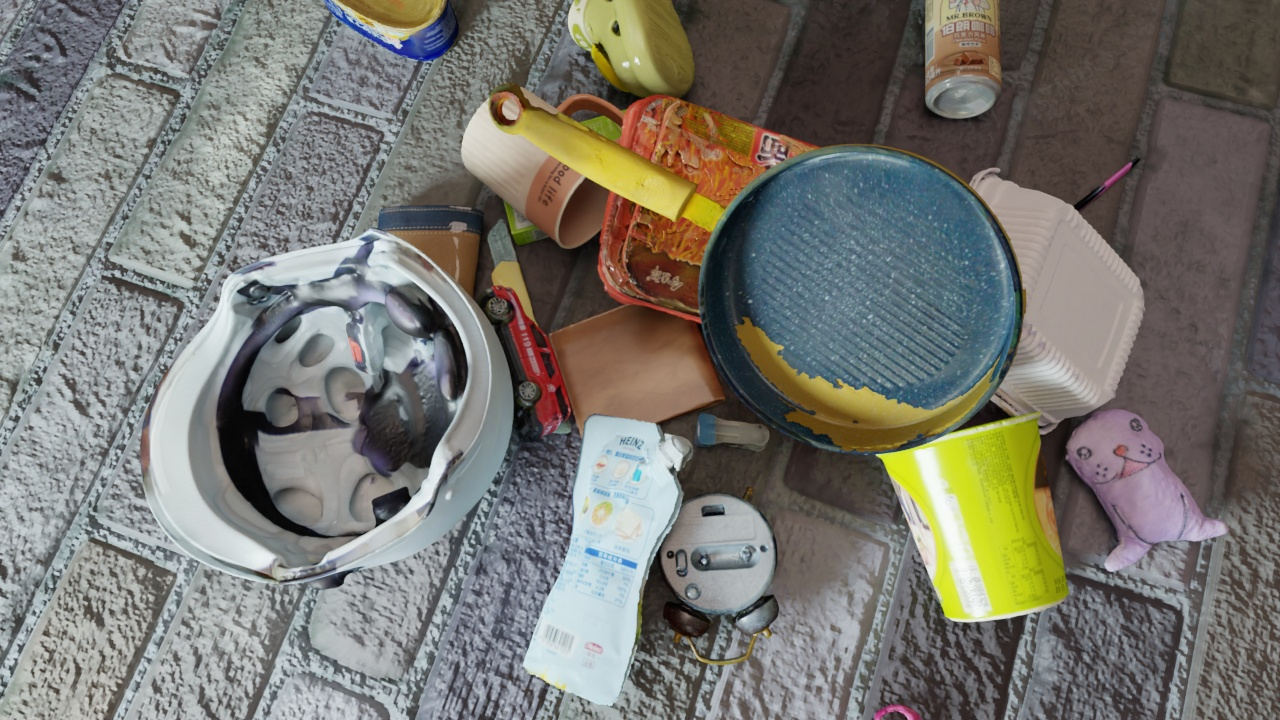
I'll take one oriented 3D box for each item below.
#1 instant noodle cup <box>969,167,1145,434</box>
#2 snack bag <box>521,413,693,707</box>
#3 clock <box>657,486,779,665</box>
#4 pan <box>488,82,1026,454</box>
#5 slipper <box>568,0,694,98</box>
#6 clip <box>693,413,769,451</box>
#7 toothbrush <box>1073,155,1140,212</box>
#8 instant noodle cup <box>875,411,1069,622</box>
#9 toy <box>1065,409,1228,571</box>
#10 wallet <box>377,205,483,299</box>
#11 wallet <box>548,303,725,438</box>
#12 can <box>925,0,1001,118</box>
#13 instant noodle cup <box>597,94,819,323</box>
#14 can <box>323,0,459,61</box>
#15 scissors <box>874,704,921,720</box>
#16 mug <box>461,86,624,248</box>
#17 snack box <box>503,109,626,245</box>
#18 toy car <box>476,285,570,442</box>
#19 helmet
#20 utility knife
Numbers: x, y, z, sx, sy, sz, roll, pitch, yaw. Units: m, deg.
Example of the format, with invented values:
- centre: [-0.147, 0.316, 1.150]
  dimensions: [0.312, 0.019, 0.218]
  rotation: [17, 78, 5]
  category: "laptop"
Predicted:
- centre: [0.278, -0.037, 0.627]
  dimensions: [0.173, 0.060, 0.138]
  rotation: [32, 77, -32]
  category: "instant noodle cup"
- centre: [-0.024, 0.132, 0.640]
  dimensions: [0.038, 0.110, 0.190]
  rotation: [25, 75, -33]
  category: "snack bag"
- centre: [0.054, 0.150, 0.643]
  dimensions: [0.082, 0.055, 0.121]
  rotation: [-4, 73, 3]
  category: "clock"
- centre: [0.064, -0.076, 0.576]
  dimensions: [0.357, 0.078, 0.198]
  rotation: [35, 119, 9]
  category: "pan"
- centre: [-0.014, -0.286, 0.776]
  dimensions: [0.082, 0.091, 0.190]
  rotation: [-30, 58, 28]
  category: "slipper"
- centre: [0.069, 0.055, 0.691]
  dimensions: [0.058, 0.045, 0.027]
  rotation: [6, 72, 0]
  category: "clip"
- centre: [0.323, -0.106, 0.722]
  dimensions: [0.189, 0.014, 0.018]
  rotation: [-38, 64, -7]
  category: "toothbrush"
- centre: [0.230, 0.108, 0.621]
  dimensions: [0.112, 0.112, 0.123]
  rotation: [-13, 81, 0]
  category: "instant noodle cup"
- centre: [0.344, 0.087, 0.647]
  dimensions: [0.084, 0.039, 0.108]
  rotation: [-24, 73, 6]
  category: "toy"
- centre: [-0.174, -0.069, 0.743]
  dimensions: [0.090, 0.033, 0.115]
  rotation: [0, 74, 8]
  category: "wallet"
- centre: [-0.004, 0.004, 0.713]
  dimensions: [0.115, 0.020, 0.101]
  rotation: [-19, 73, 2]
  category: "wallet"
- centre: [0.263, -0.262, 0.751]
  dimensions: [0.058, 0.058, 0.116]
  rotation: [4, 73, 6]
  category: "can"
- centre: [0.059, -0.096, 0.689]
  dimensions: [0.188, 0.079, 0.164]
  rotation: [16, 74, -13]
  category: "instant noodle cup"
- centre: [-0.229, -0.325, 0.817]
  dimensions: [0.148, 0.049, 0.074]
  rotation: [33, 78, 13]
  category: "can"
- centre: [0.150, 0.286, 0.614]
  dimensions: [0.133, 0.017, 0.131]
  rotation: [11, 76, 12]
  category: "scissors"
- centre: [-0.063, -0.160, 0.707]
  dimensions: [0.106, 0.082, 0.114]
  rotation: [38, 75, 17]
  category: "mug"
- centre: [-0.039, -0.157, 0.761]
  dimensions: [0.156, 0.026, 0.085]
  rotation: [-17, 72, 0]
  category: "snack box"
- centre: [-0.090, 0.001, 0.689]
  dimensions: [0.045, 0.053, 0.120]
  rotation: [-17, 79, -30]
  category: "toy car"
- centre: [-0.201, 0.041, 0.650]
  dimensions: [0.259, 0.146, 0.229]
  rotation: [-28, 71, 13]
  category: "helmet"
- centre: [-0.093, -0.028, 0.728]
  dimensions: [0.031, 0.020, 0.188]
  rotation: [-19, 80, 3]
  category: "utility knife"
